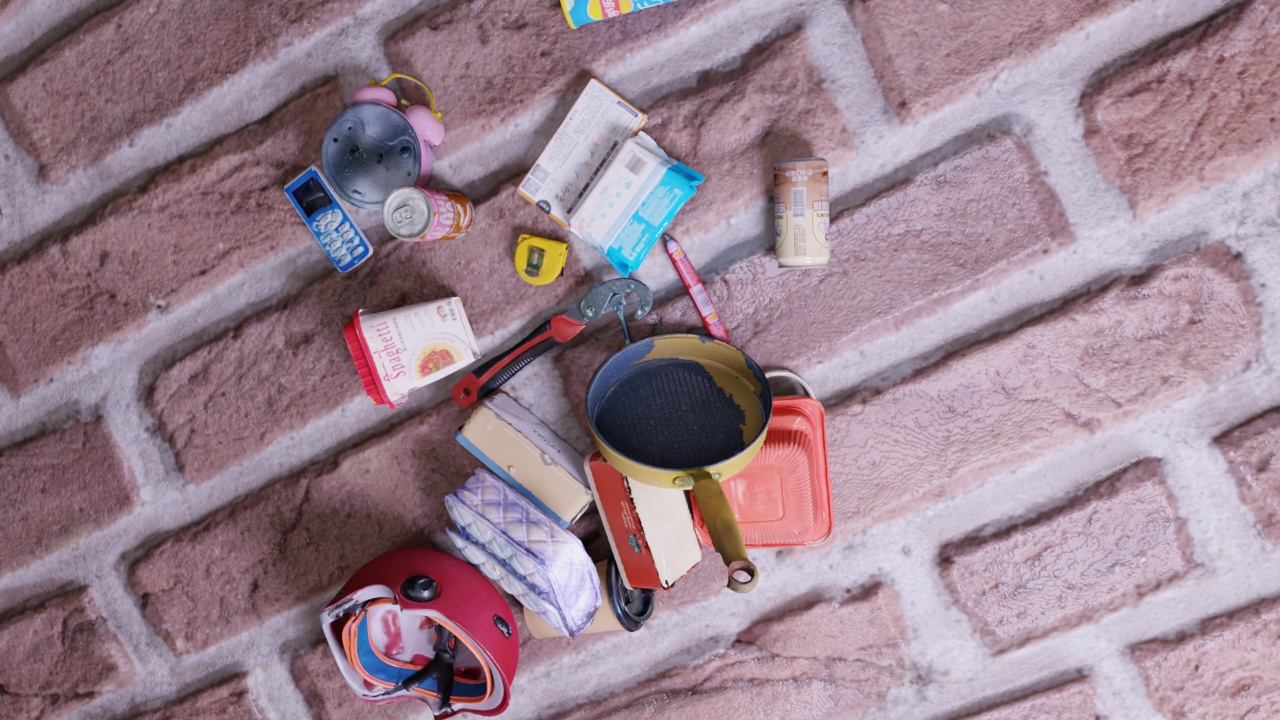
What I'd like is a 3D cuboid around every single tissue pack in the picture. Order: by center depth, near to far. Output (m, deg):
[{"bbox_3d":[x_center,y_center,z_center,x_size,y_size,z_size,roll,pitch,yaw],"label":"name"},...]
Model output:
[{"bbox_3d":[-0.006,-0.171,1.009,0.090,0.063,0.140,37,99,4],"label":"tissue pack"}]

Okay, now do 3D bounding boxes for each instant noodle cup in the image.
[{"bbox_3d":[0.129,0.138,1.023,0.165,0.079,0.189,-6,108,12],"label":"instant noodle cup"},{"bbox_3d":[-0.256,-0.017,1.046,0.124,0.116,0.116,-20,95,-2],"label":"instant noodle cup"}]

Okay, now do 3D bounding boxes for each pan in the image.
[{"bbox_3d":[0.055,0.093,0.910,0.197,0.356,0.078,-10,135,-6],"label":"pan"}]

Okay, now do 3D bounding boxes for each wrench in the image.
[{"bbox_3d":[-0.109,-0.020,1.061,0.274,0.016,0.056,-29,92,15],"label":"wrench"}]

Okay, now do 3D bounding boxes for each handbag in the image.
[{"bbox_3d":[-0.136,0.213,1.020,0.194,0.075,0.134,27,145,36],"label":"handbag"}]

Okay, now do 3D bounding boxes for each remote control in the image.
[{"bbox_3d":[-0.365,-0.166,1.076,0.049,0.024,0.125,-33,94,11],"label":"remote control"}]

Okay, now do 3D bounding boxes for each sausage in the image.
[{"bbox_3d":[0.066,-0.074,1.036,0.020,0.020,0.156,-27,94,10],"label":"sausage"}]

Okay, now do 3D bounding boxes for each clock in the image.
[{"bbox_3d":[-0.286,-0.246,1.037,0.117,0.059,0.159,25,102,4],"label":"clock"}]

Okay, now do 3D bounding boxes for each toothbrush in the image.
[{"bbox_3d":[-0.006,0.006,1.058,0.016,0.018,0.191,-15,95,10],"label":"toothbrush"}]

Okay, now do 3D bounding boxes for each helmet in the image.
[{"bbox_3d":[-0.234,0.301,1.056,0.240,0.143,0.207,5,127,17],"label":"helmet"}]

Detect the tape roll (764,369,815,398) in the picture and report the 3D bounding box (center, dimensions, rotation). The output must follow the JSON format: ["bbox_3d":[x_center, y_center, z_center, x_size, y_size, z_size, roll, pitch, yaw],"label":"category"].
[{"bbox_3d":[0.157,0.054,1.046,0.086,0.014,0.086,1,99,7],"label":"tape roll"}]

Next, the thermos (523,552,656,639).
[{"bbox_3d":[-0.060,0.281,1.075,0.143,0.093,0.093,-19,96,18],"label":"thermos"}]

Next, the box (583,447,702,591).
[{"bbox_3d":[0.012,0.165,1.022,0.076,0.091,0.168,-8,104,41],"label":"box"}]

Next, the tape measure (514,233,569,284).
[{"bbox_3d":[-0.116,-0.115,1.049,0.060,0.029,0.057,14,100,5],"label":"tape measure"}]

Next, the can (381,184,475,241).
[{"bbox_3d":[-0.227,-0.159,0.997,0.058,0.147,0.058,1,99,7],"label":"can"}]

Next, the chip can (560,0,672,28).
[{"bbox_3d":[0.019,-0.412,0.966,0.210,0.071,0.071,-11,97,9],"label":"chip can"}]

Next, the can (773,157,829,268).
[{"bbox_3d":[0.174,-0.158,0.990,0.058,0.058,0.116,-2,98,8],"label":"can"}]

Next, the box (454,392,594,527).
[{"bbox_3d":[-0.129,0.107,1.055,0.184,0.089,0.060,38,101,3],"label":"box"}]

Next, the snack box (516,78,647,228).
[{"bbox_3d":[-0.066,-0.230,1.027,0.075,0.026,0.154,37,101,1],"label":"snack box"}]
